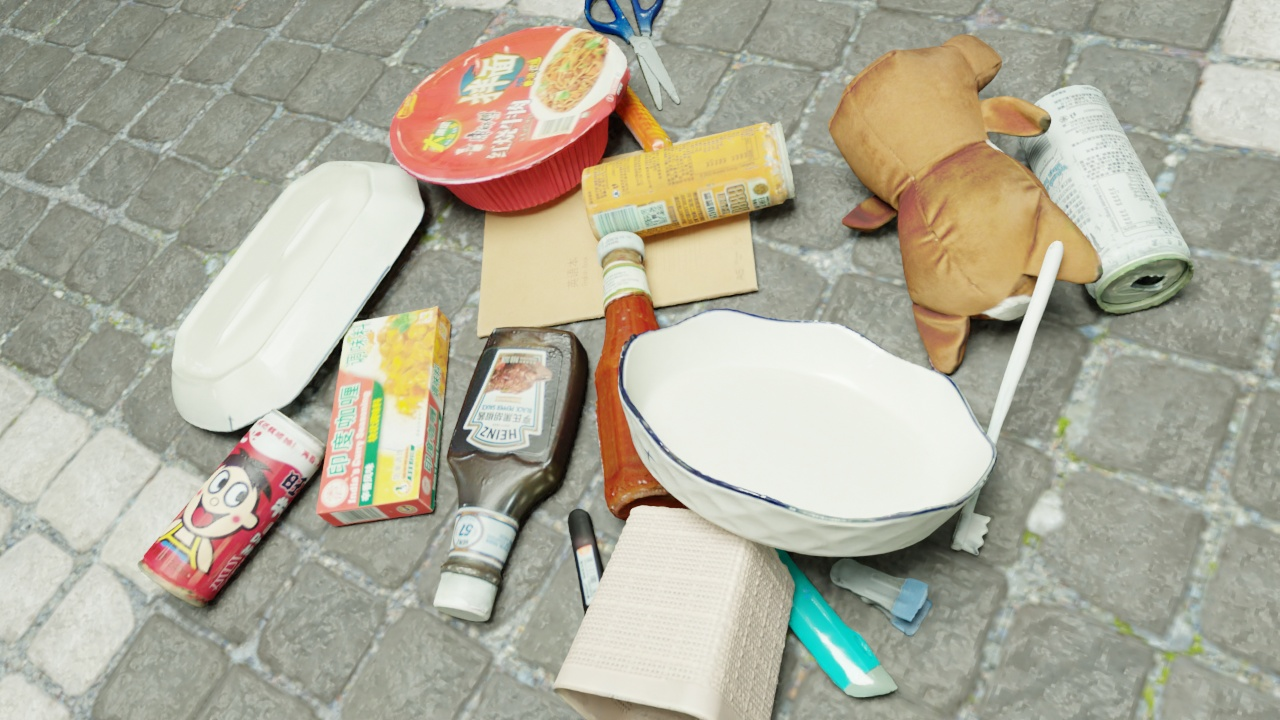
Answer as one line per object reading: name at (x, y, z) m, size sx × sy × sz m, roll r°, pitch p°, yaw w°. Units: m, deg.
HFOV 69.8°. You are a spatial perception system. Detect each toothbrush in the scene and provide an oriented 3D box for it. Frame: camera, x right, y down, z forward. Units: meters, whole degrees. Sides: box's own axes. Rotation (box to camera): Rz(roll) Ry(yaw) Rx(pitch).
toothbrush at (0.206, 0.022, 0.508) m, size 0.016 × 0.016 × 0.180 m, roll 17°, pitch 97°, yaw 15°

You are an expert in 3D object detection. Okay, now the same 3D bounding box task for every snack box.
snack box at (-0.180, 0.037, 0.656) m, size 0.077 × 0.027 × 0.155 m, roll -10°, pitch 58°, yaw 12°

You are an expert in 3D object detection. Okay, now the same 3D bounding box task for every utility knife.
utility knife at (0.088, 0.133, 0.530) m, size 0.029 × 0.013 × 0.151 m, roll -34°, pitch 55°, yaw -7°

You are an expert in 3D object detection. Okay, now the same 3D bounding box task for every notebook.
notebook at (-0.021, -0.097, 0.698) m, size 0.212 × 0.012 × 0.149 m, roll -9°, pitch 59°, yaw 12°

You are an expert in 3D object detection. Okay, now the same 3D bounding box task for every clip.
clip at (0.133, 0.129, 0.516) m, size 0.058 × 0.045 × 0.027 m, roll 23°, pitch 70°, yaw 33°

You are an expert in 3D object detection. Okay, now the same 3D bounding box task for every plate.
plate at (0.087, 0.036, 0.512) m, size 0.205 × 0.046 × 0.204 m, roll 7°, pitch 29°, yaw -4°
plate at (-0.280, -0.066, 0.727) m, size 0.162 × 0.034 × 0.265 m, roll 14°, pitch 64°, yaw 34°

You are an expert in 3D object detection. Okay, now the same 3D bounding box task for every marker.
marker at (-0.026, 0.145, 0.556) m, size 0.018 × 0.015 × 0.123 m, roll -22°, pitch 54°, yaw 8°

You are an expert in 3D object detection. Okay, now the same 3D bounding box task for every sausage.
sausage at (-0.011, -0.207, 0.744) m, size 0.021 × 0.021 × 0.165 m, roll -28°, pitch 50°, yaw -1°

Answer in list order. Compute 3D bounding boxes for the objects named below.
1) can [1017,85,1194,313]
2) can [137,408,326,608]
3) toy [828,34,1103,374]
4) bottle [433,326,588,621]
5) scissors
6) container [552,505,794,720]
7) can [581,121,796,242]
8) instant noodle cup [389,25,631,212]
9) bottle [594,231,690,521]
can at (0.290, -0.104, 0.581) m, size 0.058 × 0.058 × 0.146 m, roll -13°, pitch 58°, yaw 9°
can at (-0.277, 0.100, 0.633) m, size 0.053 × 0.053 × 0.132 m, roll 26°, pitch 71°, yaw 28°
toy at (0.202, -0.103, 0.584) m, size 0.130 × 0.140 × 0.199 m, roll 5°, pitch 53°, yaw -29°
bottle at (-0.089, 0.070, 0.601) m, size 0.080 × 0.044 × 0.194 m, roll 4°, pitch 63°, yaw 19°
scissors at (-0.010, -0.275, 0.799) m, size 0.125 × 0.012 × 0.173 m, roll 4°, pitch 63°, yaw 17°
container at (0.026, 0.144, 0.487) m, size 0.090 × 0.090 × 0.110 m, roll -1°, pitch 50°, yaw 31°
can at (0.033, -0.126, 0.655) m, size 0.146 × 0.058 × 0.058 m, roll -12°, pitch 58°, yaw 10°
instant noodle cup at (-0.097, -0.184, 0.727) m, size 0.194 × 0.066 × 0.193 m, roll -11°, pitch 48°, yaw 12°
bottle at (-0.004, 0.004, 0.604) m, size 0.060 × 0.060 × 0.205 m, roll -13°, pitch 58°, yaw 9°
